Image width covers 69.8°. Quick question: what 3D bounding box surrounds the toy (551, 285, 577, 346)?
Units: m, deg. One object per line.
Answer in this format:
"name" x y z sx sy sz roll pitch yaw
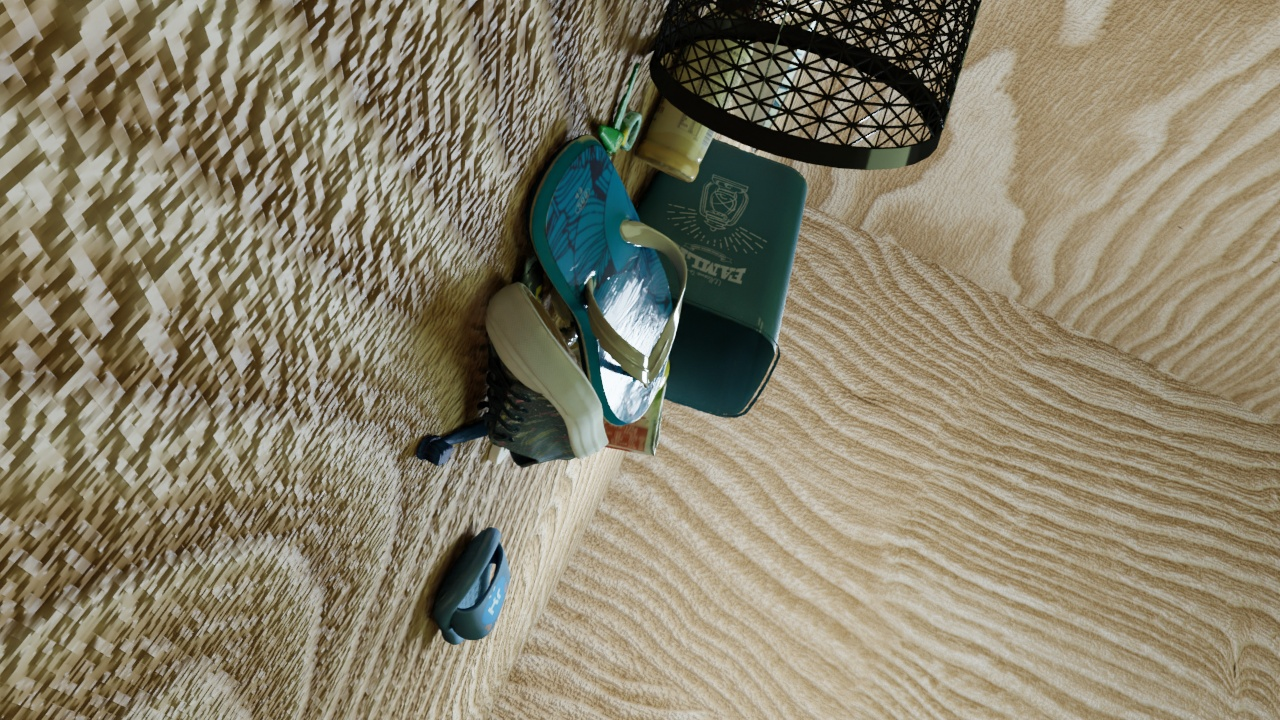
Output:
"toy" -0.049 -0.047 0.713 0.087 0.050 0.112 114 -19 -83

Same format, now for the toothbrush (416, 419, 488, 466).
"toothbrush" -0.122 0.055 0.666 0.016 0.017 0.190 -64 175 4

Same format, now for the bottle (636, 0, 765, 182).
"bottle" 0.054 -0.237 0.782 0.162 0.056 0.056 -65 175 9

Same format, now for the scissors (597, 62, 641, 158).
"scissors" -0.018 -0.162 0.672 0.126 0.011 0.127 -66 177 38

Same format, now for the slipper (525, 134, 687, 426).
"slipper" -0.005 -0.043 0.662 0.118 0.060 0.295 -63 156 -22

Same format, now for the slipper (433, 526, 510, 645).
"slipper" -0.164 0.235 0.932 0.214 0.059 0.103 111 4 -59

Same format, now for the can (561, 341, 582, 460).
"can" -0.068 0.038 0.848 0.059 0.054 0.099 109 -7 -71

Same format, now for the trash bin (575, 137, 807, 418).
"trash bin" 0.064 -0.093 0.955 0.200 0.196 0.218 108 3 -61

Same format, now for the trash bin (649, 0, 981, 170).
"trash bin" 0.136 -0.286 0.596 0.216 0.217 0.244 -58 166 -50

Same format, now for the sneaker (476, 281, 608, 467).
"sneaker" -0.077 0.029 0.641 0.079 0.087 0.236 -30 159 -7

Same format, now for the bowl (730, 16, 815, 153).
"bowl" 0.149 -0.351 1.124 0.177 0.071 0.177 -62 175 -10

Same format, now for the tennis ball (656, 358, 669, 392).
"tennis ball" -0.005 0.005 0.872 0.065 0.065 0.065 -63 175 -10

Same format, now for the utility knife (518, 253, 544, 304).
"utility knife" -0.082 -0.026 0.662 0.174 0.020 0.028 106 9 -59

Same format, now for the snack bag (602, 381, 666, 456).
"snack bag" -0.034 0.049 0.928 0.036 0.116 0.077 24 76 -86

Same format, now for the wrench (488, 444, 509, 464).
"wrench" -0.107 0.064 0.928 0.047 0.009 0.273 -64 175 5
